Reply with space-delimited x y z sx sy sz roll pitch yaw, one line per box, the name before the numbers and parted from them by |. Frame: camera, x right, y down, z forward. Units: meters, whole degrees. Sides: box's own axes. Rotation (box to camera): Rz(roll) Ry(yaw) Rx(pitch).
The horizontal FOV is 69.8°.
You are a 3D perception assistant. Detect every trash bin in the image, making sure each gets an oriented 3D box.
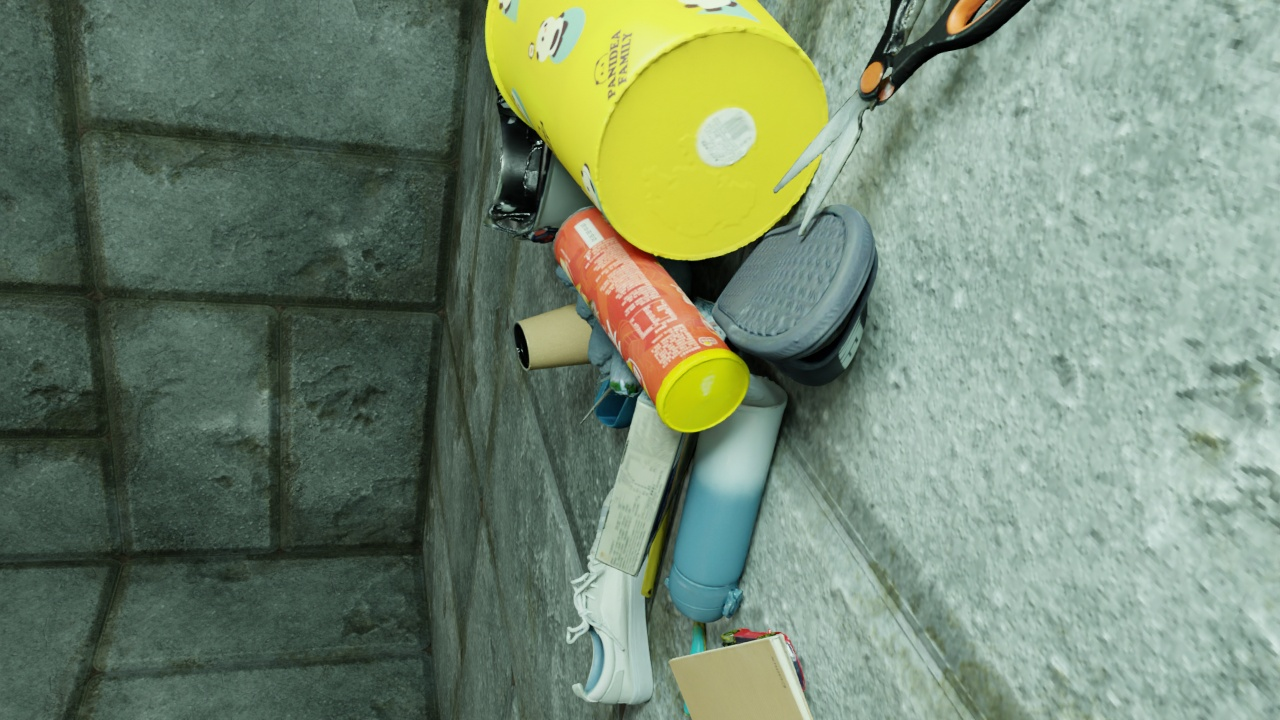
trash bin | 0.011 -0.226 0.748 0.255 0.229 0.230 -118 34 -46

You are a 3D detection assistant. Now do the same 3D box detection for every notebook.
notebook | 0.089 0.299 0.721 0.149 0.012 0.212 69 155 14

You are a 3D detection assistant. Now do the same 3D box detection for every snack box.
snack box | 0.024 0.064 0.802 0.182 0.046 0.178 -59 -14 -55

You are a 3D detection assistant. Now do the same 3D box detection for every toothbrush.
toothbrush | 0.025 0.177 0.970 0.016 0.015 0.190 -127 42 -52

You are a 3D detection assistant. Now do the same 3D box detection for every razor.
razor | 0.049 0.267 0.870 0.043 0.028 0.132 -11 73 39

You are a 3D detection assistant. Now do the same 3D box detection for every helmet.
helmet | -0.087 -0.250 1.123 0.274 0.156 0.230 -178 92 -65

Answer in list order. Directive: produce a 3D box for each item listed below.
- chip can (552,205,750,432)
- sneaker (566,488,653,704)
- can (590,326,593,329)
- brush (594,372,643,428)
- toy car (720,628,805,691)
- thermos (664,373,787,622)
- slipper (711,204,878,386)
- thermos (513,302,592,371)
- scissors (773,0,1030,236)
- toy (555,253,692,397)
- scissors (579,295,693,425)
chip can | 0.001 -0.039 0.712 0.216 0.073 0.073 55 141 42
sneaker | -0.042 0.266 1.045 0.090 0.090 0.242 143 127 -66
can | -0.027 -0.089 1.054 0.075 0.075 0.111 123 144 -57
brush | -0.016 0.032 1.042 0.144 0.055 0.073 117 151 -51
toy car | 0.098 0.235 0.717 0.106 0.031 0.049 -35 72 66
thermos | 0.070 0.120 0.772 0.070 0.070 0.221 -123 38 -59
slipper | 0.117 -0.040 0.632 0.111 0.083 0.268 -55 8 3
thermos | -0.077 -0.032 1.112 0.093 0.143 0.093 167 90 -70
scissors | 0.153 -0.185 0.541 0.225 0.021 0.204 -26 53 55
toy | -0.013 -0.068 0.879 0.138 0.091 0.356 -43 24 9
scissors | -0.004 0.002 0.928 0.181 0.014 0.159 -52 13 2
